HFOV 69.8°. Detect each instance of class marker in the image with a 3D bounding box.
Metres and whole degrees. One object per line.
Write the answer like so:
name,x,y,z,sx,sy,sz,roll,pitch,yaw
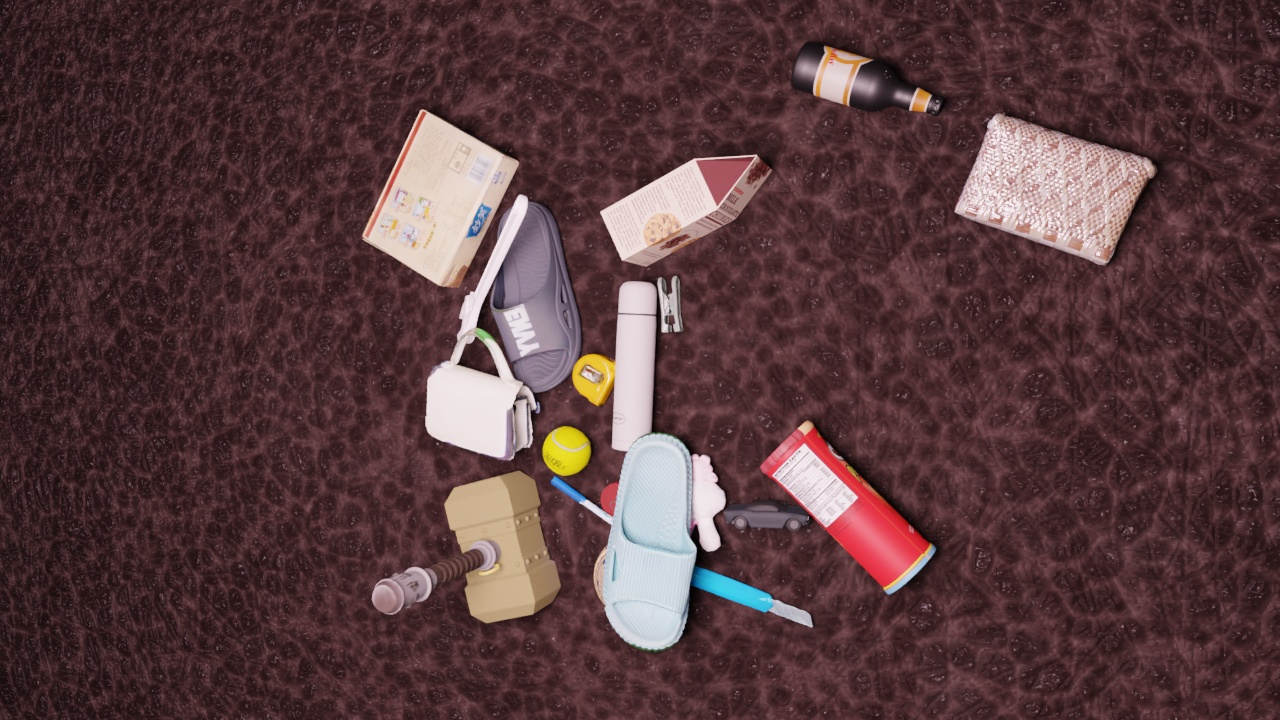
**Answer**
marker,-0.067,0.200,1.259,0.142,0.013,0.013,30,101,26

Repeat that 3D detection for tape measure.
tape measure,-0.024,0.188,1.251,0.051,0.019,0.059,48,114,14
tape measure,-0.063,0.020,1.256,0.059,0.030,0.068,31,100,14

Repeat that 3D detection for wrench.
wrench,-0.201,-0.120,1.233,0.274,0.018,0.066,125,147,-44

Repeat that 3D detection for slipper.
slipper,-0.151,-0.090,1.259,0.111,0.083,0.268,-8,87,18
slipper,0.014,0.228,1.159,0.116,0.069,0.276,5,84,5

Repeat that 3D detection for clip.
clip,0.040,-0.075,1.223,0.043,0.023,0.076,-3,92,18

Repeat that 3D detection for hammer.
hammer,-0.230,0.259,1.164,0.101,0.324,0.190,-16,86,19

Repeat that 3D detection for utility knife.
utility knife,0.127,0.305,1.203,0.207,0.015,0.031,17,98,22

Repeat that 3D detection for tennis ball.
tennis ball,-0.101,0.123,1.253,0.065,0.065,0.065,0,91,19

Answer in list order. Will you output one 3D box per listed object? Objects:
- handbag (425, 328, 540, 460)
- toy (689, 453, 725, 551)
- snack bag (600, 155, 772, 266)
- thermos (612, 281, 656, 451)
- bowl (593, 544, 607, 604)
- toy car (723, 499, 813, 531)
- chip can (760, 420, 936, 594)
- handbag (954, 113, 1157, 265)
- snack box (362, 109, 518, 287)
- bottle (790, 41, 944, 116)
handbag,-0.218,0.036,1.276,0.151,0.073,0.176,14,114,24
toy,0.075,0.186,1.207,0.076,0.037,0.125,0,86,23
snack bag,0.066,-0.202,1.171,0.207,0.094,0.070,-26,82,18
thermos,-0.007,0.007,1.223,0.052,0.052,0.224,3,93,19
bowl,-0.017,0.292,1.223,0.113,0.061,0.112,0,91,25
toy car,0.163,0.196,1.172,0.112,0.046,0.034,-1,96,21
chip can,0.251,0.177,1.120,0.213,0.087,0.087,45,104,12
handbag,0.472,-0.198,1.055,0.186,0.046,0.124,24,107,18
snack box,-0.288,-0.230,1.317,0.153,0.055,0.207,31,101,16
bottle,0.277,-0.334,1.113,0.182,0.059,0.059,23,98,17
